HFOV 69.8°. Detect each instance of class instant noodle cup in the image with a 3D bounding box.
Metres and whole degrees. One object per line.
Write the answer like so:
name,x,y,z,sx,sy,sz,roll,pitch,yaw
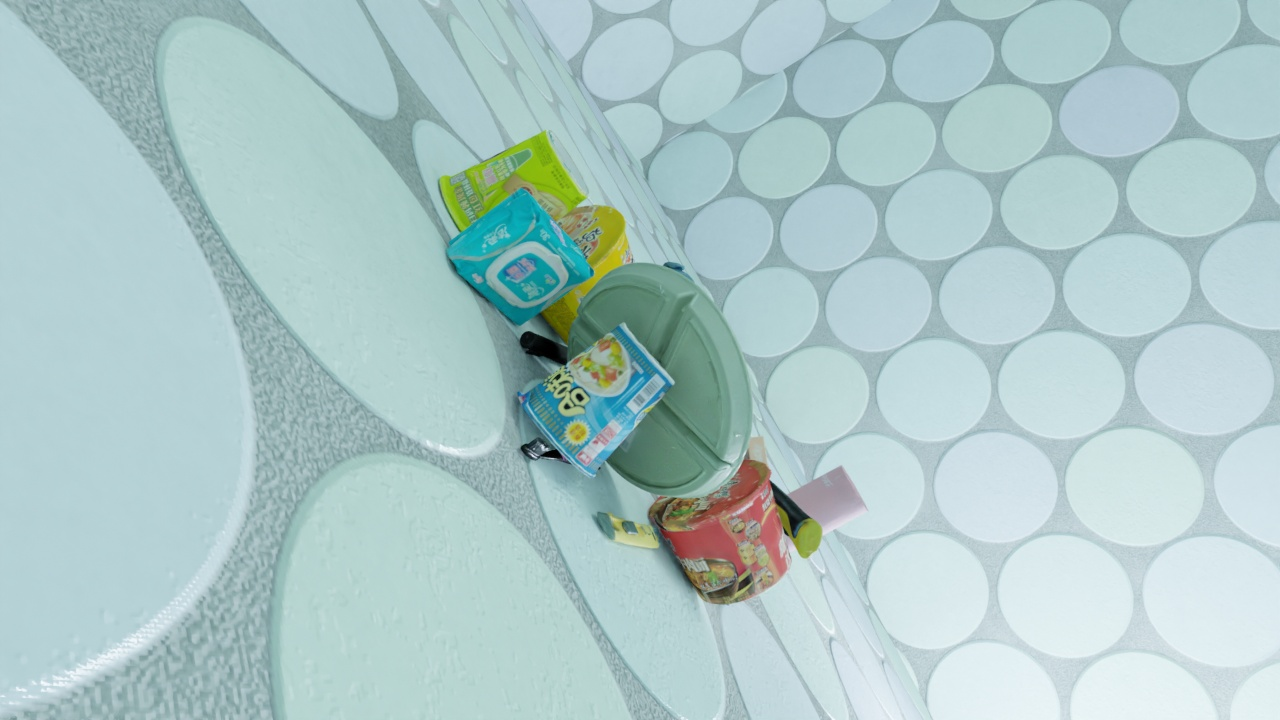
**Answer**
instant noodle cup,-0.123,-0.172,0.940,0.112,0.123,0.111,57,11,-17
instant noodle cup,-0.033,0.029,0.788,0.099,0.110,0.099,49,2,-2
instant noodle cup,-0.061,-0.086,1.004,0.138,0.138,0.110,-108,172,-51
instant noodle cup,0.094,0.184,0.980,0.137,0.138,0.108,-78,145,-75

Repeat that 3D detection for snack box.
snack box,0.130,0.159,1.231,0.158,0.026,0.084,135,-48,-66

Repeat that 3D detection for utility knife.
utility knife,-0.008,0.164,0.876,0.166,0.018,0.031,47,21,-69

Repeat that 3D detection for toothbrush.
toothbrush,-0.063,0.084,0.808,0.014,0.018,0.189,56,7,18

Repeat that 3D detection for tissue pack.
tissue pack,-0.110,-0.092,0.865,0.050,0.093,0.133,61,10,33

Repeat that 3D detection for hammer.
hammer,0.134,0.142,1.117,0.323,0.032,0.126,-137,-133,-67

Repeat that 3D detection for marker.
marker,-0.089,-0.009,0.943,0.132,0.020,0.022,27,50,-71

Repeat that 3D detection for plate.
plate,0.008,0.023,0.857,0.027,0.231,0.230,-18,75,-42

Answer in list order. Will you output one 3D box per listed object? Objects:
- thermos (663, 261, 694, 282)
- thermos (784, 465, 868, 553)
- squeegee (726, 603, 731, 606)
thermos,-0.006,-0.081,1.130,0.070,0.070,0.221,57,-22,-18
thermos,0.181,0.202,1.155,0.067,0.199,0.087,54,13,-21
squeegee,0.069,0.174,1.116,0.247,0.040,0.249,51,15,-72
